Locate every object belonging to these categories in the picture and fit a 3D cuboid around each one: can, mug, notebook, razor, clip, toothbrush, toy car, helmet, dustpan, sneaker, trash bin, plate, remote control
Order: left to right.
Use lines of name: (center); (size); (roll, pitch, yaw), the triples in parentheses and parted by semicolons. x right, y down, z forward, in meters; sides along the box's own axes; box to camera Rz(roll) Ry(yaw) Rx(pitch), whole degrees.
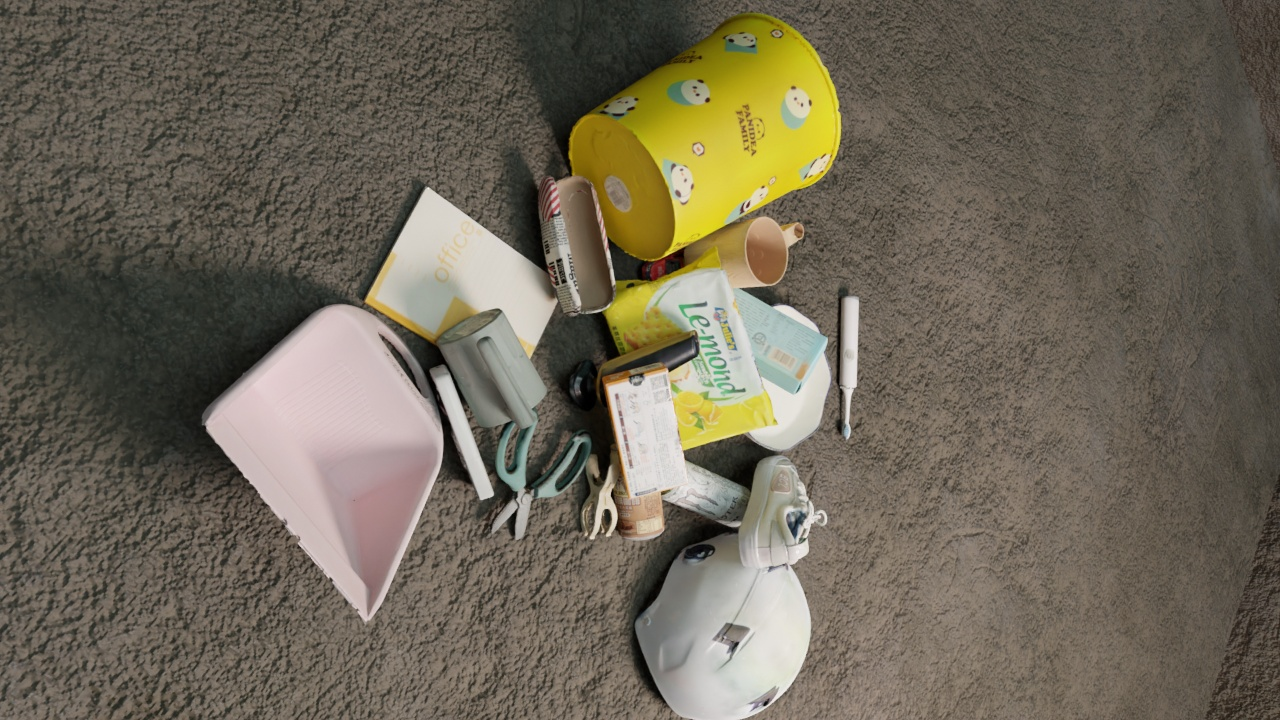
dustpan: (-0.261, 0.060, 0.843); (0.138, 0.273, 0.222); (-33, 116, -7)
remote control: (-0.194, 0.077, 0.987); (0.021, 0.058, 0.150); (-21, 104, -13)
notebook: (-0.188, -0.075, 1.019); (0.206, 0.010, 0.145); (36, 70, -34)
mug: (-0.153, 0.011, 0.967); (0.083, 0.124, 0.103); (-30, 110, -13)
clip: (-0.045, 0.168, 1.113); (0.034, 0.066, 0.099); (1, 101, -39)
razor: (-0.006, 0.006, 1.092); (0.062, 0.167, 0.067); (58, 10, -53)
can: (-0.004, 0.160, 1.139); (0.058, 0.059, 0.116); (-10, 97, -38)
toy car: (0.053, -0.118, 1.191); (0.120, 0.045, 0.053); (-24, 104, -34)
trash bin: (0.069, -0.257, 1.096); (0.254, 0.230, 0.230); (-36, 112, -27)
can: (0.081, 0.173, 1.208); (0.146, 0.058, 0.058); (28, 74, -36)
helmet: (0.135, 0.351, 1.198); (0.257, 0.146, 0.229); (-37, 113, -32)
mug: (0.131, -0.140, 1.159); (0.124, 0.104, 0.084); (-35, 112, -39)
plate: (0.189, 0.024, 1.301); (0.204, 0.046, 0.205); (0, 89, -39)
sneaker: (0.198, 0.193, 1.221); (0.241, 0.091, 0.089); (-51, 133, -63)
toothbrush: (0.321, 0.012, 1.418); (0.026, 0.027, 0.221); (2, 90, -72)

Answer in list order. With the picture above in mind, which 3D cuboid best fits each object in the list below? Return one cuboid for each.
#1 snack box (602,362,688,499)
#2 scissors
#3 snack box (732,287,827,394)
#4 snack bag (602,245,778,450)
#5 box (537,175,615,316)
snack box: (0.006, 0.084, 1.073); (0.075, 0.026, 0.154); (-14, 110, -8)
scissors: (-0.111, 0.121, 1.060); (0.180, 0.019, 0.170); (-15, 118, -49)
snack box: (0.150, -0.033, 1.201); (0.175, 0.052, 0.074); (31, 66, 11)
snack bag: (0.061, -0.005, 1.141); (0.068, 0.158, 0.246); (-75, 147, -68)
box: (-0.085, -0.132, 1.053); (0.087, 0.076, 0.163); (-18, 98, -68)
